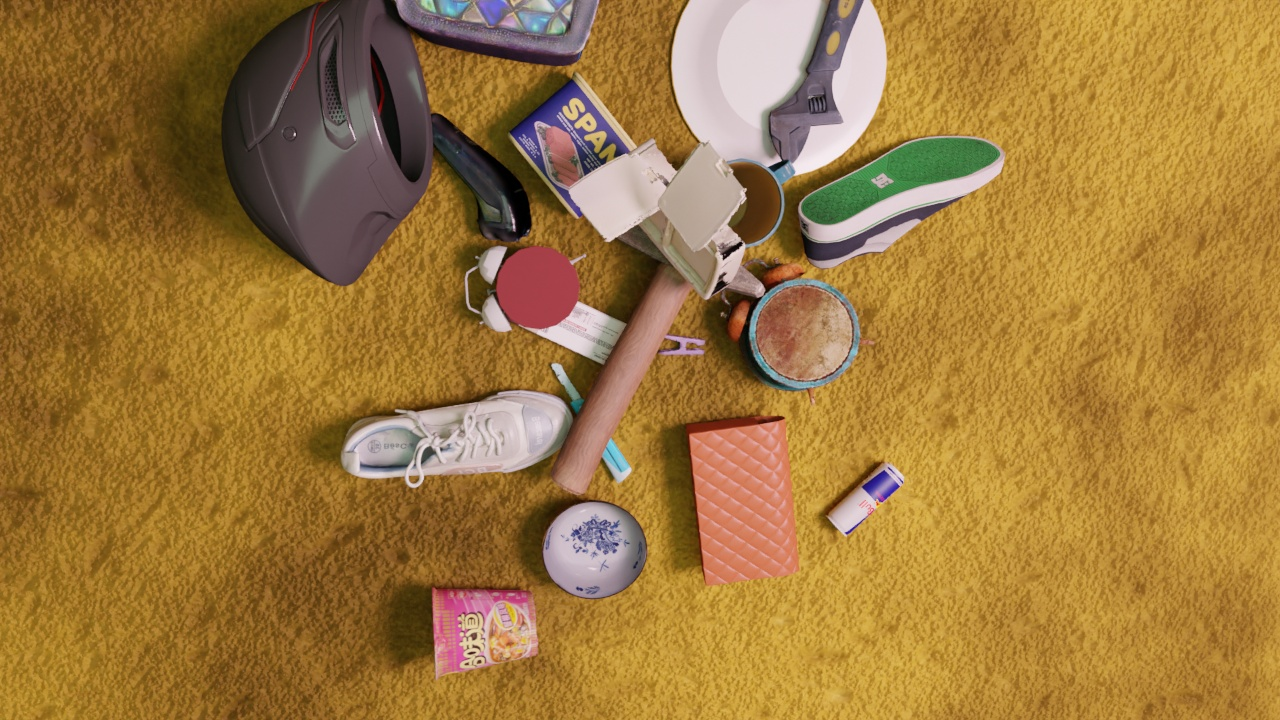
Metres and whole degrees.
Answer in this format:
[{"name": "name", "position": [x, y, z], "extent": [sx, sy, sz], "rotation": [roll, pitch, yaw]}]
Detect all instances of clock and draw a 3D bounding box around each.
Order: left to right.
[{"name": "clock", "position": [-0.116, -0.074, 0.939], "extent": [0.124, 0.044, 0.087], "rotation": [-3, 96, -7]}, {"name": "clock", "position": [0.155, -0.038, 0.976], "extent": [0.157, 0.073, 0.121], "rotation": [44, 88, 4]}]

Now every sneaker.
[{"name": "sneaker", "position": [-0.189, 0.087, 0.952], "extent": [0.242, 0.090, 0.089], "rotation": [-7, 100, -6]}, {"name": "sneaker", "position": [0.274, -0.165, 0.969], "extent": [0.235, 0.084, 0.079], "rotation": [-24, 138, -9]}]

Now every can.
[{"name": "can", "position": [-0.064, -0.214, 0.925], "extent": [0.092, 0.056, 0.116], "rotation": [-39, 102, 3]}, {"name": "can", "position": [0.256, 0.157, 1.042], "extent": [0.095, 0.032, 0.032], "rotation": [-44, 102, 3]}]

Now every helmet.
[{"name": "helmet", "position": [-0.295, -0.200, 0.848], "extent": [0.170, 0.164, 0.264], "rotation": [-8, 92, 10]}]

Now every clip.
[{"name": "clip", "position": [0.045, -0.018, 0.997], "extent": [0.052, 0.013, 0.035], "rotation": [1, 102, -9]}]

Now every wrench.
[{"name": "wrench", "position": [0.195, -0.329, 0.924], "extent": [0.073, 0.022, 0.273], "rotation": [17, 99, -2]}]

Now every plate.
[{"name": "plate", "position": [0.146, -0.306, 0.947], "extent": [0.229, 0.021, 0.230], "rotation": [-1, 101, -6]}]

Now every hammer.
[{"name": "hammer", "position": [-0.006, 0.005, 0.948], "extent": [0.158, 0.037, 0.301], "rotation": [29, 94, 12]}]

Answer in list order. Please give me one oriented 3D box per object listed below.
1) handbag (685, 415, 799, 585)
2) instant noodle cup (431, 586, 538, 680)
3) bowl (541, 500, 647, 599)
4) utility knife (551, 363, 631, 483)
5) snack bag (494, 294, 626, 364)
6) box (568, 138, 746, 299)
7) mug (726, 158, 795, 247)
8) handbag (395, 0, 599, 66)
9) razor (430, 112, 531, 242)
[{"name": "handbag", "position": [0.114, 0.151, 1.011], "extent": [0.109, 0.060, 0.172], "rotation": [-7, 99, 0]}, {"name": "instant noodle cup", "position": [-0.170, 0.290, 0.996], "extent": [0.108, 0.098, 0.098], "rotation": [-2, 101, -14]}, {"name": "bowl", "position": [-0.052, 0.201, 1.011], "extent": [0.114, 0.045, 0.114], "rotation": [-1, 101, -6]}, {"name": "utility knife", "position": [-0.057, 0.067, 1.002], "extent": [0.022, 0.015, 0.151], "rotation": [-33, 100, 1]}, {"name": "snack bag", "position": [-0.079, -0.042, 0.977], "extent": [0.158, 0.013, 0.057], "rotation": [24, 94, -9]}, {"name": "box", "position": [0.011, -0.128, 0.817], "extent": [0.106, 0.193, 0.143], "rotation": [-36, 75, -17]}, {"name": "mug", "position": [0.104, -0.167, 0.928], "extent": [0.112, 0.104, 0.084], "rotation": [-33, 102, -2]}, {"name": "handbag", "position": [-0.123, -0.399, 0.848], "extent": [0.205, 0.125, 0.222], "rotation": [8, 102, -7]}, {"name": "razor", "position": [-0.168, -0.182, 0.927], "extent": [0.067, 0.053, 0.151], "rotation": [-41, 97, 20]}]
